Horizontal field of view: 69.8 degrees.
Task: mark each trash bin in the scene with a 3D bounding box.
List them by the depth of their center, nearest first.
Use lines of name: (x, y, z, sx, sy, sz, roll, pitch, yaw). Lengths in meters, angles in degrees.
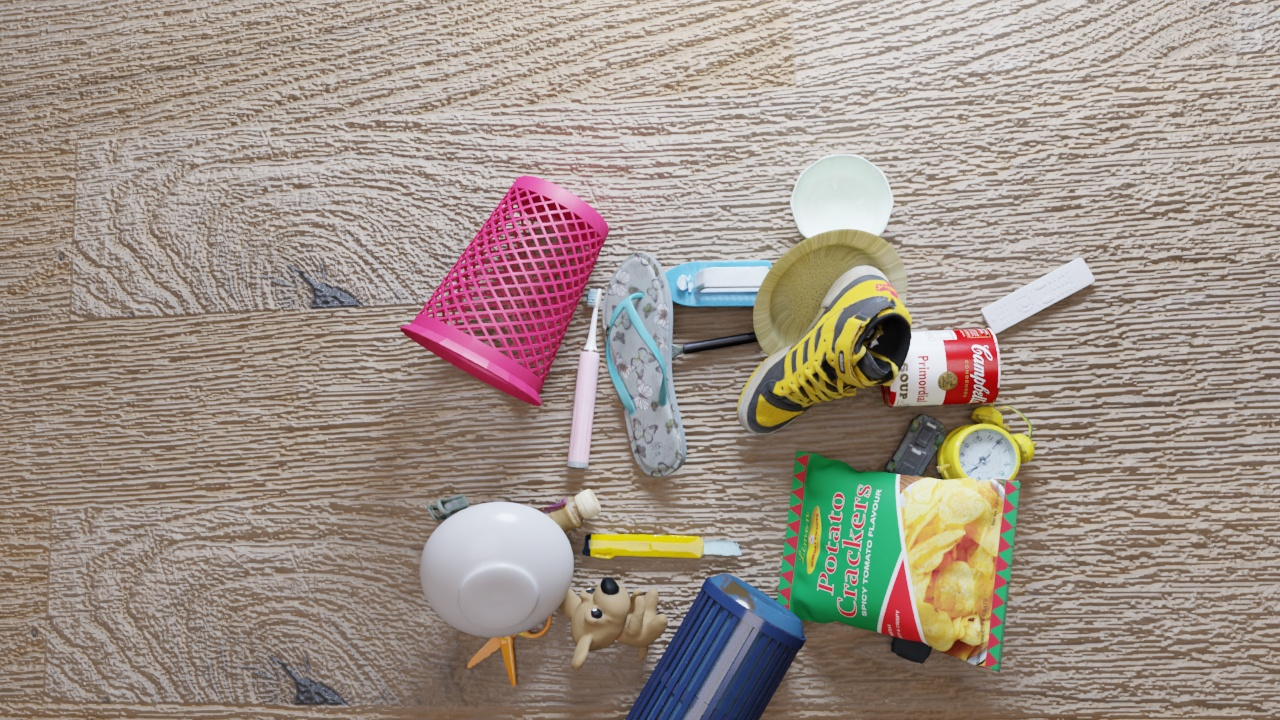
trash bin: (0.072, 0.371, 1.018, 0.139, 0.139, 0.249, 30, 87, 9)

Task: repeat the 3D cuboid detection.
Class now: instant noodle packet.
instant noodle packet: (0.277, 0.213, 1.017, 0.253, 0.090, 0.195, 5, 84, 34)

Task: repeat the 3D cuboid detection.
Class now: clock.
clock: (0.393, 0.102, 1.043, 0.118, 0.057, 0.083, -44, 81, -7)

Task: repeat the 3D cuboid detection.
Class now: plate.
plate: (0.214, -0.073, 1.063, 0.184, 0.036, 0.185, -6, 122, -10)

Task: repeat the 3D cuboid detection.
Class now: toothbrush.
toothbrush: (-0.066, 0.021, 1.126, 0.026, 0.027, 0.222, 5, 84, 7)

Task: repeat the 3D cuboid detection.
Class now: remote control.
remote control: (0.464, -0.075, 1.073, 0.131, 0.012, 0.033, -28, 84, 4)

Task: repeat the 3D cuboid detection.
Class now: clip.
clip: (-0.241, 0.183, 1.109, 0.051, 0.078, 0.023, -39, 81, 17)

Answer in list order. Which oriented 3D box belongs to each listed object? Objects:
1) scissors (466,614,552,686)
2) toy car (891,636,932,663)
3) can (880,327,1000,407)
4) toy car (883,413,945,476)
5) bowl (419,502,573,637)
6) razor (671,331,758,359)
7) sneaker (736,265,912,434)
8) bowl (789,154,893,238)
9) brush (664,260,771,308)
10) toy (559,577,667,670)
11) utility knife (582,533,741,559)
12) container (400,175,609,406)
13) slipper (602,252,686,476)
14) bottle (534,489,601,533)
scissors: (-0.167, 0.327, 1.115, 0.125, 0.011, 0.128, -40, 79, 0)
toy car: (0.321, 0.288, 1.044, 0.046, 0.034, 0.112, 20, 87, 9)
can: (0.338, 0.009, 1.044, 0.116, 0.086, 0.086, -2, 84, 7)
toy car: (0.316, 0.106, 1.062, 0.042, 0.036, 0.091, 28, 88, 9)
bowl: (-0.162, 0.251, 1.041, 0.176, 0.066, 0.177, -3, 114, -8)
razor: (0.079, -0.018, 1.113, 0.144, 0.022, 0.042, -11, 84, 6)
sneaker: (0.207, 0.014, 1.017, 0.086, 0.122, 0.239, 29, 109, -22)
bowl: (0.236, -0.180, 1.089, 0.117, 0.061, 0.117, -1, 85, 7)
brush: (0.088, -0.092, 1.092, 0.136, 0.075, 0.055, 0, 83, 7)
toy: (-0.030, 0.302, 1.064, 0.108, 0.134, 0.106, 12, 109, -17)
utility knife: (0.025, 0.224, 1.097, 0.191, 0.018, 0.030, 0, 89, 11)
container: (-0.145, -0.089, 1.082, 0.183, 0.183, 0.225, 27, 80, 9)
slipper: (-0.007, 0.006, 1.093, 0.098, 0.054, 0.268, -8, 88, 37)
bottle: (-0.127, 0.204, 1.098, 0.166, 0.059, 0.059, -28, 81, 3)
